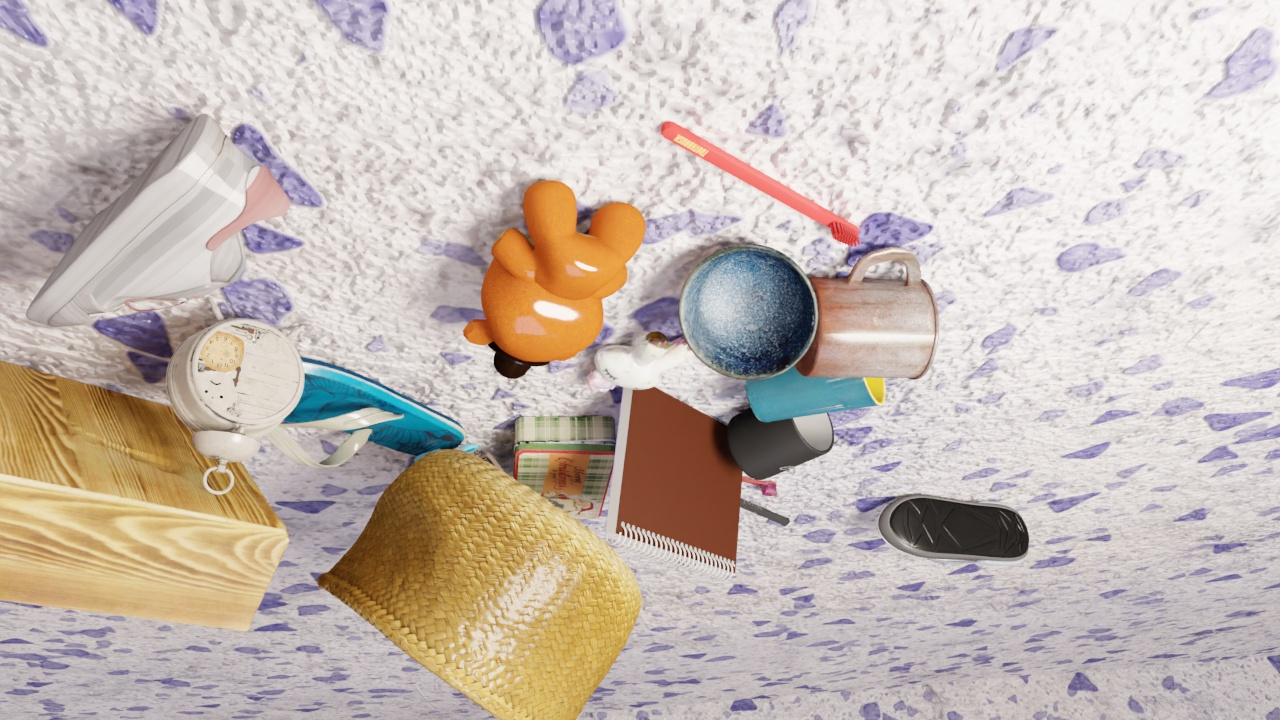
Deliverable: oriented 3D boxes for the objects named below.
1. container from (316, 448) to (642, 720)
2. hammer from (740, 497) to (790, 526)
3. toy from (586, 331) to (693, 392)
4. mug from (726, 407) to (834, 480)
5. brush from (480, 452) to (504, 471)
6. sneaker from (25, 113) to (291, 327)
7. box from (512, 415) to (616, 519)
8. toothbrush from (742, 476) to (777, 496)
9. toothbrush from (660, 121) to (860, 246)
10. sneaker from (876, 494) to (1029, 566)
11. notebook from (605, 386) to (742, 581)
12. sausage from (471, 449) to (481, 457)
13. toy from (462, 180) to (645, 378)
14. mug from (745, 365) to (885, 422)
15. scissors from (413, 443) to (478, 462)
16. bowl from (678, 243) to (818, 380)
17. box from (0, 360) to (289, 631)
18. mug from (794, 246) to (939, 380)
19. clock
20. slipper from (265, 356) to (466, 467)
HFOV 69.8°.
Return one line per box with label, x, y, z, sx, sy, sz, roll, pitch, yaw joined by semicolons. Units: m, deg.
container;-0.149;0.236;0.946;0.307;0.196;0.307;32;161;12
hammer;0.103;0.162;1.155;0.095;0.015;0.324;-47;136;15
toy;-0.005;0.005;0.883;0.079;0.038;0.123;15;148;-43
mug;0.162;0.078;1.009;0.088;0.078;0.113;-30;168;37
brush;-0.204;0.148;1.098;0.136;0.015;0.050;-27;100;47
sneaker;-0.332;-0.071;0.639;0.237;0.099;0.089;-27;130;30
box;-0.094;0.130;1.078;0.117;0.050;0.206;0;149;-11
toothbrush;0.108;0.149;1.173;0.189;0.016;0.016;19;140;-36
toothbrush;0.097;-0.127;0.686;0.212;0.017;0.012;19;142;-36
sneaker;0.435;0.265;1.370;0.256;0.093;0.161;8;156;-20
notebook;0.044;0.132;0.978;0.022;0.171;0.209;-10;153;38
sausage;-0.236;0.134;1.090;0.020;0.020;0.156;21;142;-37
toy;-0.071;-0.054;0.715;0.112;0.096;0.176;14;117;-30
mug;0.169;0.019;0.904;0.122;0.078;0.078;-16;149;28
scissors;-0.241;0.121;1.034;0.075;0.015;0.142;-6;158;-42
bowl;0.093;-0.046;0.769;0.114;0.060;0.114;5;110;13
box;-0.527;0.199;0.757;0.286;0.336;0.279;27;-178;-40
mug;0.194;-0.042;0.794;0.110;0.096;0.123;-2;120;-12
clock;-0.335;0.033;0.762;0.103;0.156;0.061;20;153;-36
slipper;-0.297;0.062;0.915;0.118;0.060;0.294;-29;145;29
